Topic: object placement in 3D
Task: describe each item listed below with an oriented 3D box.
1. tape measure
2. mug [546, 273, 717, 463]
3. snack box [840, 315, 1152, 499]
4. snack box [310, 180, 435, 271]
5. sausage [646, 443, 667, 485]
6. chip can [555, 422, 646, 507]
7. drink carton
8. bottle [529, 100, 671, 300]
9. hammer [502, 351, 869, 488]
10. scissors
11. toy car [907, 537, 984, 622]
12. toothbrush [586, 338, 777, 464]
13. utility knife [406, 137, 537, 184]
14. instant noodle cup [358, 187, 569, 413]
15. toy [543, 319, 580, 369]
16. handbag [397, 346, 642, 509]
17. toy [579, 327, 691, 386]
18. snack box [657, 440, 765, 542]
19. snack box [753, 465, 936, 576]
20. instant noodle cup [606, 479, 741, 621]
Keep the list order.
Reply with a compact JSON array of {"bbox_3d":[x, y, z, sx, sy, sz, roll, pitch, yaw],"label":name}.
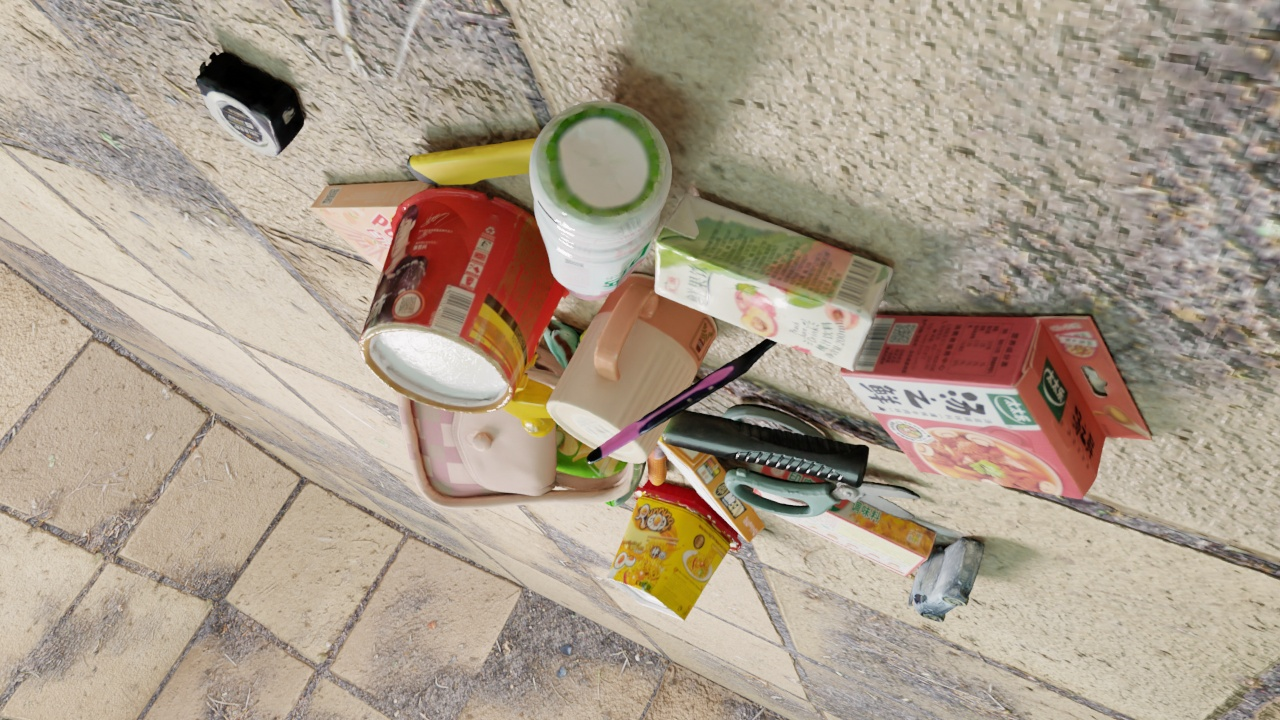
[{"bbox_3d":[-0.277,-0.181,0.658,0.066,0.033,0.066,31,157,2],"label":"tape measure"},{"bbox_3d":[-0.007,0.000,0.619,0.082,0.105,0.115,24,159,15],"label":"mug"},{"bbox_3d":[0.193,0.025,0.504,0.127,0.044,0.113,4,148,48],"label":"snack box"},{"bbox_3d":[-0.191,-0.104,0.731,0.157,0.026,0.084,9,151,44],"label":"snack box"},{"bbox_3d":[0.017,0.097,0.930,0.021,0.021,0.165,25,159,12],"label":"sausage"},{"bbox_3d":[-0.101,0.082,0.979,0.221,0.072,0.073,24,159,15],"label":"chip can"},{"bbox_3d":[0.070,-0.045,0.501,0.122,0.045,0.054,23,153,15],"label":"drink carton"},{"bbox_3d":[-0.026,-0.075,0.518,0.068,0.068,0.197,29,169,0],"label":"bottle"},{"bbox_3d":[0.023,0.051,0.711,0.301,0.032,0.129,11,159,18],"label":"hammer"},{"bbox_3d":[0.137,0.102,0.752,0.177,0.019,0.171,27,143,3],"label":"scissors"},{"bbox_3d":[0.257,0.185,0.776,0.037,0.054,0.121,24,158,10],"label":"toy car"},{"bbox_3d":[0.043,0.016,0.558,0.189,0.014,0.017,-34,144,19],"label":"toothbrush"},{"bbox_3d":[-0.072,-0.122,0.551,0.217,0.015,0.033,5,167,42],"label":"utility knife"},{"bbox_3d":[-0.128,-0.036,0.643,0.138,0.108,0.138,11,147,7],"label":"instant noodle cup"},{"bbox_3d":[-0.052,0.002,0.769,0.092,0.030,0.096,51,-177,-28],"label":"toy"},{"bbox_3d":[-0.108,0.067,0.876,0.234,0.093,0.194,12,129,12],"label":"handbag"},{"bbox_3d":[-0.004,0.004,0.732,0.100,0.031,0.097,21,160,20],"label":"toy"},{"bbox_3d":[0.063,0.111,0.864,0.075,0.026,0.154,40,171,43],"label":"snack box"},{"bbox_3d":[0.176,0.140,0.815,0.156,0.027,0.077,24,158,13],"label":"snack box"},{"bbox_3d":[0.033,0.216,1.041,0.116,0.123,0.116,7,150,45],"label":"instant noodle cup"}]
